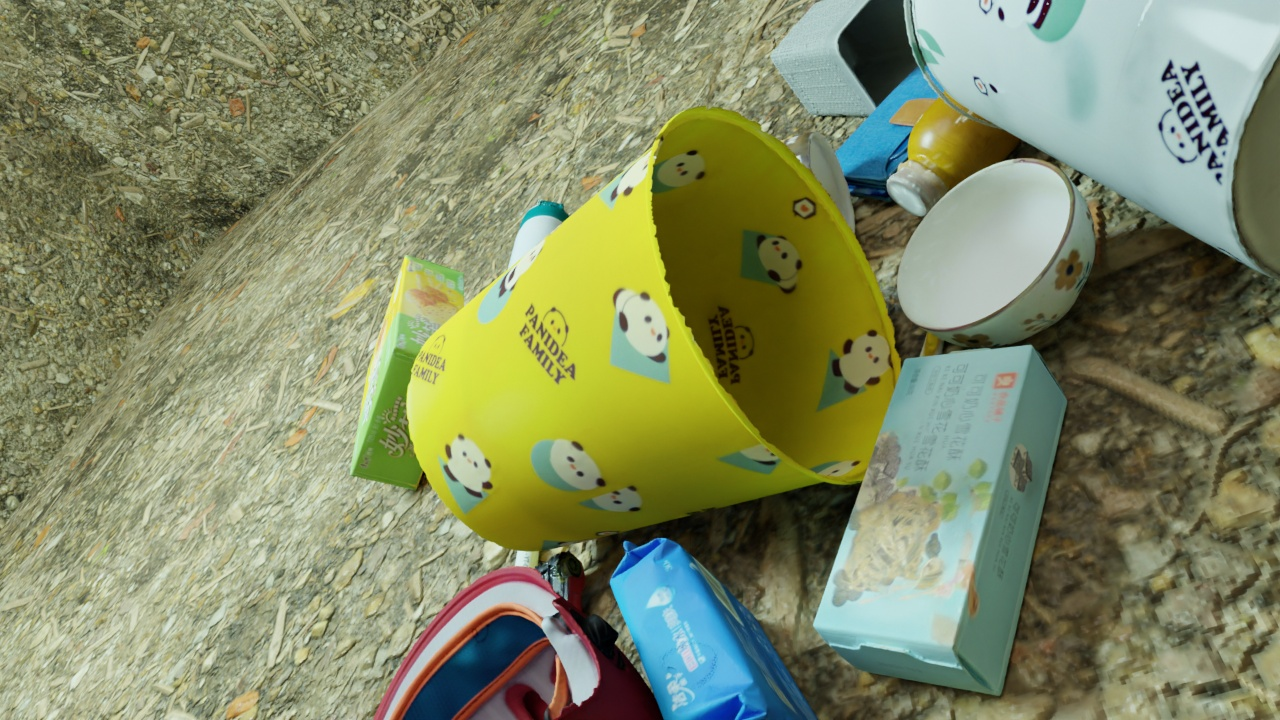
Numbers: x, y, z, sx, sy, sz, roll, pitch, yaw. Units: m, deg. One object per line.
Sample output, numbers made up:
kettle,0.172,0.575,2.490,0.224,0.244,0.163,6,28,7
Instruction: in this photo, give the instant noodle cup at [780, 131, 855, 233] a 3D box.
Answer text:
instant noodle cup,0.097,-0.115,0.717,0.115,0.118,0.118,-15,40,30

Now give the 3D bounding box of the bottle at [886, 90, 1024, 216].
bottle,0.250,-0.182,0.651,0.189,0.068,0.068,-47,30,-4

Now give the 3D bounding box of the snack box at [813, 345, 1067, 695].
snack box,0.155,0.074,0.464,0.074,0.051,0.174,-9,46,47

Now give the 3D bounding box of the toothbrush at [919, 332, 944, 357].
toothbrush,0.188,-0.029,0.586,0.016,0.018,0.190,-16,40,42

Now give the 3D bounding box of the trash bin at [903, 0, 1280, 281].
trash bin,0.292,-0.178,0.456,0.230,0.229,0.251,-37,35,13

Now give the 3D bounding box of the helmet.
helmet,-0.062,0.226,0.457,0.207,0.144,0.239,-45,15,10

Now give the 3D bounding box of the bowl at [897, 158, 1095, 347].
bowl,0.213,-0.052,0.532,0.114,0.062,0.113,-41,30,30

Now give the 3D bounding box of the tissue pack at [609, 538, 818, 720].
tissue pack,0.039,0.159,0.459,0.052,0.095,0.157,-40,31,3

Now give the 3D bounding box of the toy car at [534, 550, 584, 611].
toy car,-0.060,0.178,0.618,0.049,0.031,0.106,-33,30,20

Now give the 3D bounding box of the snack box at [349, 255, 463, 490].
snack box,-0.239,0.007,0.953,0.209,0.070,0.158,-106,37,-57

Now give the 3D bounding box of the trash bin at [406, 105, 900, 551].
trash bin,-0.004,0.003,0.591,0.256,0.229,0.229,-27,34,37

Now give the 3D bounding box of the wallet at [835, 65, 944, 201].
wallet,0.214,-0.186,0.737,0.133,0.040,0.106,-47,25,-4

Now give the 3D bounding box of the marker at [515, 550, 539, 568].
marker,-0.088,0.139,0.715,0.022,0.018,0.130,5,38,-3

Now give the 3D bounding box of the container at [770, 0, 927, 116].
container,0.189,-0.277,0.829,0.090,0.090,0.114,-49,27,-9

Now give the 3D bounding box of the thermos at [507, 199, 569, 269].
thermos,-0.111,-0.092,0.990,0.073,0.073,0.223,-30,32,24
